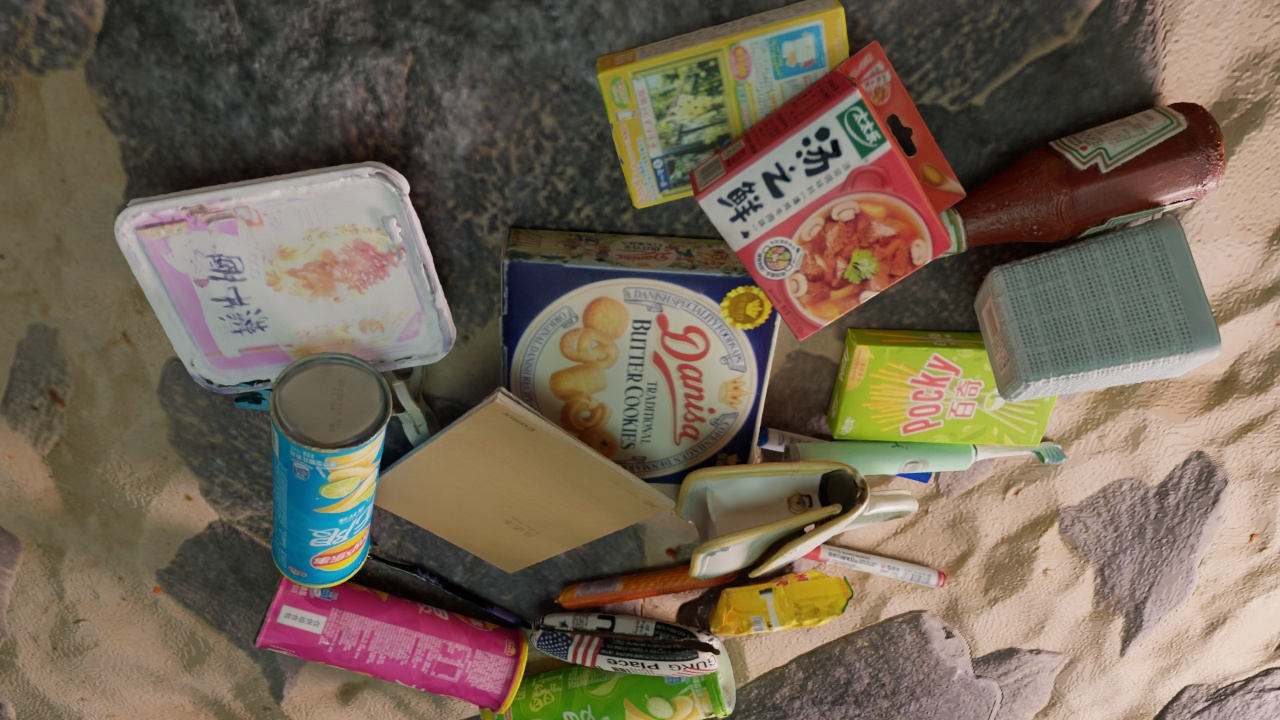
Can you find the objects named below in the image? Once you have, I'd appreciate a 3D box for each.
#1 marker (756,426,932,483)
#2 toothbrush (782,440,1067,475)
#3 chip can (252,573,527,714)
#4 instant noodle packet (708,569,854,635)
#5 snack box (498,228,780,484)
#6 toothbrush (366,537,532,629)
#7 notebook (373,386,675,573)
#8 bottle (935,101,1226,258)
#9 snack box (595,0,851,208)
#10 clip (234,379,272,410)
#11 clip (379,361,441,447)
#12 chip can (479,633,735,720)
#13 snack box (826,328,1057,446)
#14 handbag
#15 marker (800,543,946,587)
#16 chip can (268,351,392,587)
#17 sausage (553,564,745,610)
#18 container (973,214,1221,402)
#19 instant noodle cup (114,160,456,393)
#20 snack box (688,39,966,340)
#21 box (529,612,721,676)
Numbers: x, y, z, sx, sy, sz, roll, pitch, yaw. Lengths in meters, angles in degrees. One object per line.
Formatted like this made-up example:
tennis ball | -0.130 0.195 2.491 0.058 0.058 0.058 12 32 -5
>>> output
marker | 0.153 0.072 0.698 0.145 0.016 0.017 13 123 -11
toothbrush | 0.214 0.071 0.687 0.224 0.027 0.027 -1 133 -11
chip can | -0.204 0.230 0.762 0.210 0.071 0.072 22 121 -16
instant noodle packet | 0.108 0.195 0.733 0.111 0.044 0.128 -12 163 2
snack box | -0.004 0.004 0.628 0.182 0.045 0.178 3 125 -4
toothbrush | -0.167 0.185 0.766 0.189 0.014 0.017 33 105 -23
notebook | -0.097 0.098 0.664 0.149 0.012 0.212 35 138 -23
bottle | 0.239 -0.097 0.560 0.206 0.059 0.060 -18 124 10
snack box | 0.052 -0.148 0.533 0.140 0.033 0.087 -15 124 6
clip | -0.260 0.026 0.651 0.057 0.015 0.049 10 121 -7
clip | -0.164 0.032 0.629 0.035 0.094 0.102 -8 114 3
chip can | -0.027 0.299 0.815 0.221 0.072 0.073 -15 124 9
snack box | 0.219 0.020 0.659 0.156 0.026 0.086 3 124 -4
handbag | 0.118 0.116 0.657 0.178 0.063 0.163 -6 161 -2
marker | 0.189 0.169 0.768 0.145 0.017 0.017 14 123 -12
chip can | -0.211 0.081 0.618 0.071 0.071 0.211 14 142 -12
sausage | 0.007 0.188 0.770 0.165 0.021 0.021 -10 124 5
container | 0.279 -0.025 0.579 0.111 0.090 0.090 -14 166 10
instant noodle cup | -0.208 -0.057 0.568 0.173 0.060 0.138 -8 125 5
snack box | 0.111 -0.092 0.519 0.127 0.044 0.113 -34 115 16
box | -0.012 0.232 0.769 0.164 0.059 0.072 1 133 15
